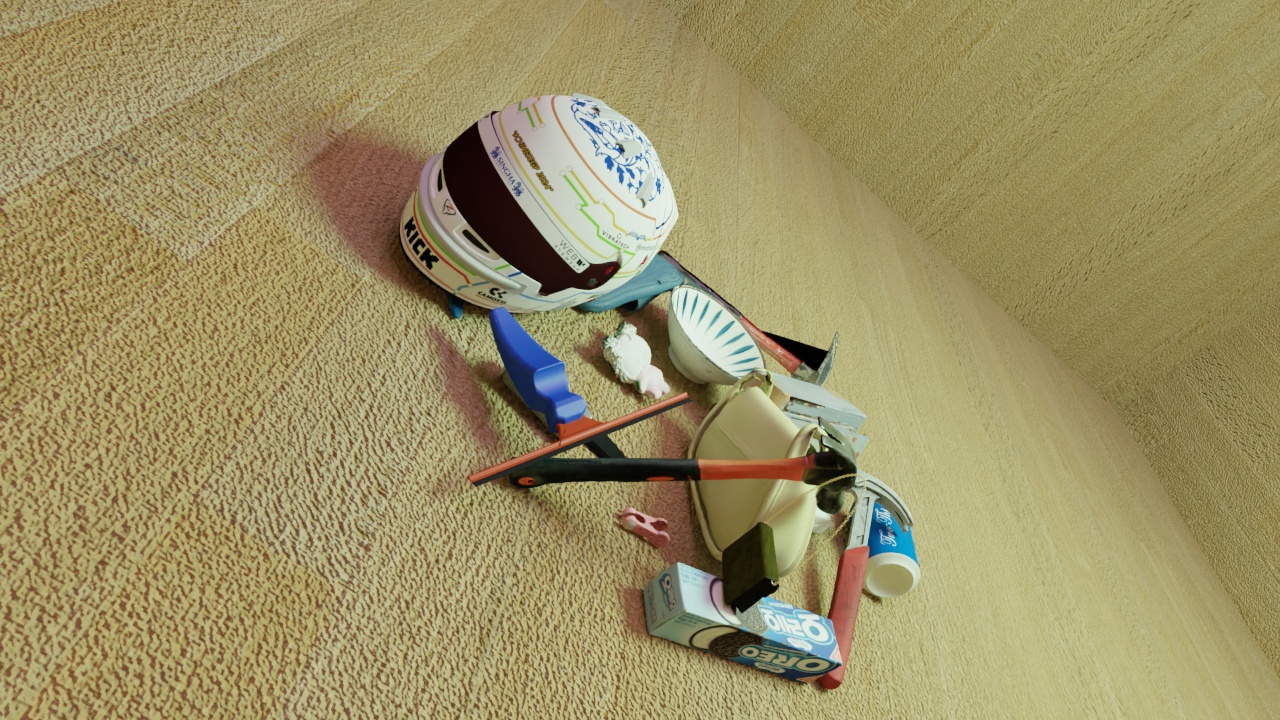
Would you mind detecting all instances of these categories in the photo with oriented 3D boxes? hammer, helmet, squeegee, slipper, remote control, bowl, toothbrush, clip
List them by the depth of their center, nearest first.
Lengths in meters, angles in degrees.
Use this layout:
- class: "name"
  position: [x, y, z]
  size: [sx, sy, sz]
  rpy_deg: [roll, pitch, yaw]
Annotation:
- class: "hammer"
  position: [0.041, 0.105, 0.877]
  size: [0.333, 0.133, 0.033]
  rpy_deg: [-1, 53, -1]
- class: "squeegee"
  position: [-0.100, 0.018, 0.913]
  size: [0.248, 0.055, 0.184]
  rpy_deg: [-19, 60, -33]
- class: "clip"
  position: [0.005, 0.177, 0.957]
  size: [0.058, 0.022, 0.037]
  rpy_deg: [27, 34, -20]
- class: "remote control"
  position: [-0.062, 0.073, 1.015]
  size: [0.124, 0.010, 0.039]
  rpy_deg: [46, 27, 1]
- class: "toothbrush"
  position: [-0.213, -0.095, 1.032]
  size: [0.021, 0.016, 0.132]
  rpy_deg: [24, 33, -40]
- class: "helmet"
  position: [-0.095, -0.185, 1.047]
  size: [0.313, 0.237, 0.231]
  rpy_deg: [-7, 62, -59]
- class: "hammer"
  position: [0.255, 0.255, 1.103]
  size: [0.126, 0.036, 0.314]
  rpy_deg: [25, 42, 2]
- class: "slipper"
  position: [-0.030, -0.110, 1.262]
  size: [0.104, 0.059, 0.213]
  rpy_deg: [47, 41, 19]
- class: "bowl"
  position: [0.089, -0.017, 1.281]
  size: [0.177, 0.071, 0.177]
  rpy_deg: [32, 30, -22]
- class: "hammer"
  position: [0.156, -0.067, 1.411]
  size: [0.326, 0.141, 0.036]
  rpy_deg: [37, 27, 3]

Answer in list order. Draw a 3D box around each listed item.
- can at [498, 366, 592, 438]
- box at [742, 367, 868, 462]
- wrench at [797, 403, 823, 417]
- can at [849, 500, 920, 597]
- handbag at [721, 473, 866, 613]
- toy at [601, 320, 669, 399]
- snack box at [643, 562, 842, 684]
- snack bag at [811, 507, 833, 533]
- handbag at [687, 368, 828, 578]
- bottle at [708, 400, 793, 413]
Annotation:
- class: "can"
  position: [-0.100, 0.039, 0.973]
  size: [0.106, 0.044, 0.043]
  rpy_deg: [45, 27, 0]
- class: "box"
  position: [0.215, 0.085, 1.230]
  size: [0.216, 0.096, 0.105]
  rpy_deg: [15, 27, -46]
- class: "wrench"
  position: [0.207, 0.084, 1.265]
  size: [0.272, 0.009, 0.047]
  rpy_deg: [-20, 90, -53]
- class: "can"
  position: [0.327, 0.246, 1.240]
  size: [0.079, 0.079, 0.145]
  rpy_deg: [37, 28, -15]
- class: "handbag"
  position: [0.146, 0.165, 0.864]
  size: [0.027, 0.178, 0.084]
  rpy_deg: [33, 30, -20]
- class: "toy"
  position: [-0.007, 0.007, 1.153]
  size: [0.109, 0.041, 0.095]
  rpy_deg: [51, 28, -2]
- class: "snack box"
  position: [0.106, 0.269, 0.926]
  size: [0.226, 0.059, 0.059]
  rpy_deg: [28, 35, -31]
- class: "snack bag"
  position: [0.206, 0.170, 1.224]
  size: [0.077, 0.036, 0.115]
  rpy_deg: [23, 34, -35]
- class: "handbag"
  position: [0.135, 0.127, 1.046]
  size: [0.088, 0.191, 0.232]
  rpy_deg: [28, 13, -23]
- class: "bottle"
  position: [0.154, 0.076, 1.258]
  size: [0.161, 0.057, 0.056]
  rpy_deg: [5, 47, -52]
